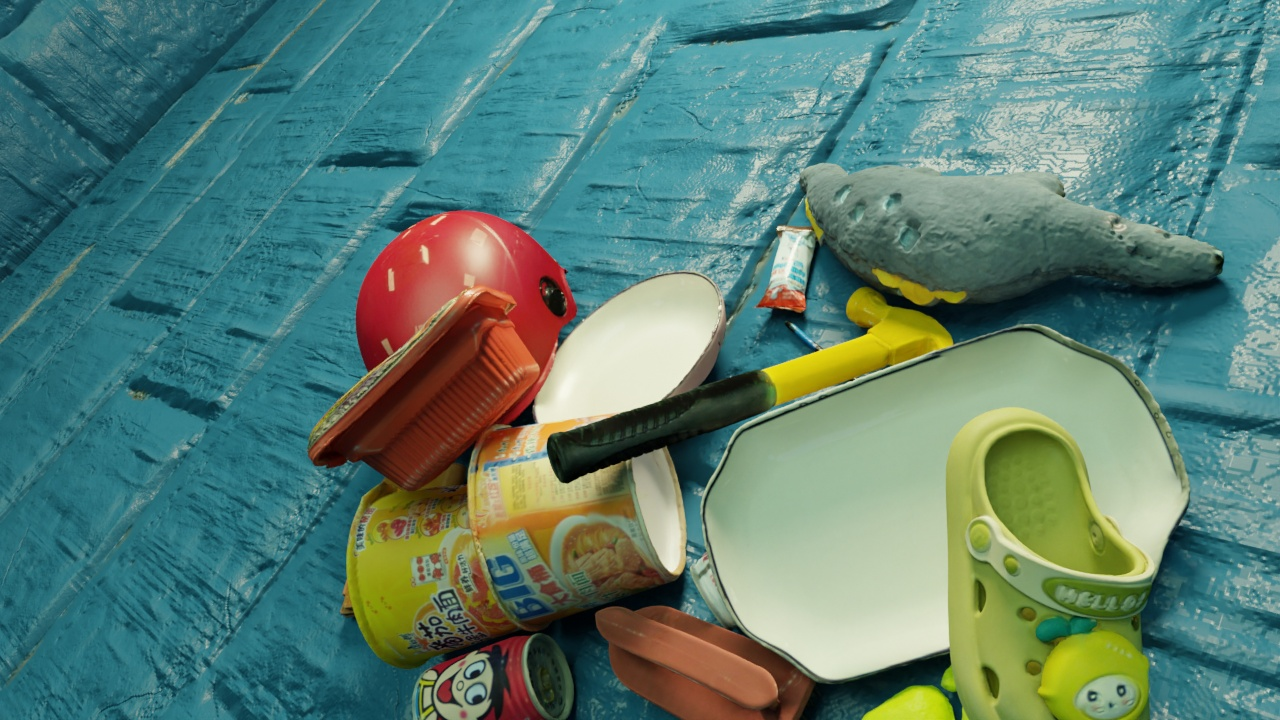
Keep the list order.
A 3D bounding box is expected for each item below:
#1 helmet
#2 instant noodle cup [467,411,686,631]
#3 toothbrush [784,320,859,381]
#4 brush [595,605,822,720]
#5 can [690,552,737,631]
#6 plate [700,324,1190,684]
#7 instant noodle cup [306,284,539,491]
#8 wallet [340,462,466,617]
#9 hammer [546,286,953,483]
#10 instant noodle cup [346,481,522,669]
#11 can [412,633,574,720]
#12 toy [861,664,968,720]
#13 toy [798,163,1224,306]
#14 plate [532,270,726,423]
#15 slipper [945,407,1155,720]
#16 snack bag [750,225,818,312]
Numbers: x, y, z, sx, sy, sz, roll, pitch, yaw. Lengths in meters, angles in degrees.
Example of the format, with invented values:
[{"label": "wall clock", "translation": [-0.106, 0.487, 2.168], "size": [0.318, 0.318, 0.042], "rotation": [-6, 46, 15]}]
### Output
[{"label": "helmet", "translation": [-0.177, -0.045, 0.849], "size": [0.207, 0.144, 0.239], "rotation": [-28, 35, 13]}, {"label": "instant noodle cup", "translation": [-0.038, 0.105, 0.649], "size": [0.111, 0.151, 0.151], "rotation": [-15, 45, 15]}, {"label": "toothbrush", "translation": [0.159, 0.014, 0.679], "size": [0.016, 0.014, 0.189], "rotation": [-38, 39, 0]}, {"label": "brush", "translation": [0.034, 0.190, 0.567], "size": [0.146, 0.069, 0.063], "rotation": [11, 60, 43]}, {"label": "can", "translation": [0.100, 0.119, 0.595], "size": [0.133, 0.053, 0.053], "rotation": [-35, 40, 6]}, {"label": "plate", "translation": [0.169, 0.083, 0.536], "size": [0.266, 0.034, 0.162], "rotation": [-22, 72, 9]}, {"label": "instant noodle cup", "translation": [-0.143, 0.024, 0.671], "size": [0.164, 0.079, 0.189], "rotation": [-45, 2, 2]}, {"label": "wallet", "translation": [-0.217, 0.158, 0.813], "size": [0.119, 0.035, 0.130], "rotation": [-18, 45, 31]}, {"label": "hammer", "translation": [0.082, 0.020, 0.611], "size": [0.300, 0.033, 0.129], "rotation": [-17, 33, -21]}, {"label": "instant noodle cup", "translation": [-0.135, 0.153, 0.688], "size": [0.110, 0.138, 0.137], "rotation": [-15, 45, 15]}, {"label": "can", "translation": [-0.101, 0.232, 0.634], "size": [0.094, 0.066, 0.066], "rotation": [-24, 42, 17]}, {"label": "toy", "translation": [0.159, 0.205, 0.489], "size": [0.100, 0.031, 0.096], "rotation": [-8, 49, 26]}, {"label": "toy", "translation": [0.225, -0.098, 0.684], "size": [0.137, 0.091, 0.357], "rotation": [-28, 33, -32]}, {"label": "plate", "translation": [-0.005, 0.005, 0.777], "size": [0.193, 0.039, 0.192], "rotation": [-28, 33, 20]}, {"label": "slipper", "translation": [0.202, 0.111, 0.453], "size": [0.091, 0.082, 0.190], "rotation": [-2, 72, -3]}, {"label": "snack bag", "translation": [0.127, -0.078, 0.778], "size": [0.048, 0.026, 0.104], "rotation": [6, 57, 26]}]
